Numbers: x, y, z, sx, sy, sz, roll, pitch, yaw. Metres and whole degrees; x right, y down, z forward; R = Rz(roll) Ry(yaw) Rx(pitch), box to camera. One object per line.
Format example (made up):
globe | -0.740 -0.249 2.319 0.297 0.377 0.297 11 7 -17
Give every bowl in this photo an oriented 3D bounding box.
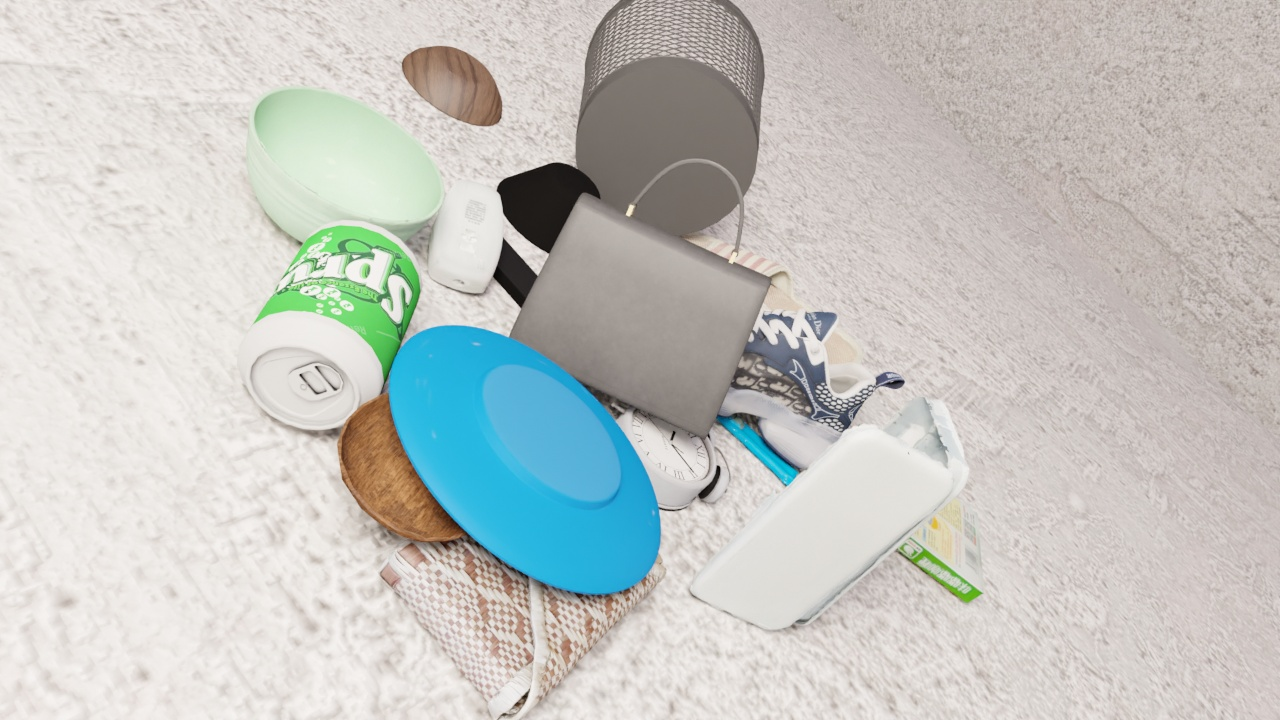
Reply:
bowl | -0.078 -0.163 0.929 0.124 0.053 0.123 27 35 -21
bowl | -0.137 0.069 0.559 0.102 0.026 0.114 43 30 -1
bowl | -0.236 -0.135 0.711 0.151 0.077 0.150 27 35 -21
bowl | -0.197 -0.308 0.998 0.119 0.032 0.119 27 35 -21

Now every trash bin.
trash bin | 0.033 -0.277 1.027 0.217 0.218 0.226 30 34 -17

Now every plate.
plate | -0.065 0.054 0.619 0.224 0.024 0.224 36 25 -20

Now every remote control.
remote control | -0.122 -0.087 0.830 0.150 0.013 0.034 48 37 11
remote control | -0.150 -0.110 0.796 0.060 0.028 0.114 15 51 -19

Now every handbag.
handbag | 0.015 -0.067 0.733 0.176 0.196 0.072 25 16 1
handbag | -0.064 0.133 0.598 0.124 0.047 0.185 46 33 10

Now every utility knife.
utility knife | 0.085 0.057 0.874 0.220 0.015 0.031 41 27 3

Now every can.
can | -0.201 -0.026 0.608 0.087 0.088 0.139 29 34 -18

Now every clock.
clock | 0.028 0.078 0.768 0.122 0.035 0.094 15 41 -32

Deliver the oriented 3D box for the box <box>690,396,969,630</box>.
box | 0.138 0.104 0.690 0.129 0.211 0.105 28 33 -21

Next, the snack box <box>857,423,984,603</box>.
snack box | 0.280 0.154 0.945 0.168 0.027 0.131 38 32 -4

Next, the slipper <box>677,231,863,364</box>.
slipper | 0.121 -0.066 0.966 0.263 0.052 0.114 38 48 19

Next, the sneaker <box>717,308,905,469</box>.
sneaker | 0.119 -0.008 0.846 0.269 0.133 0.103 33 24 -24
